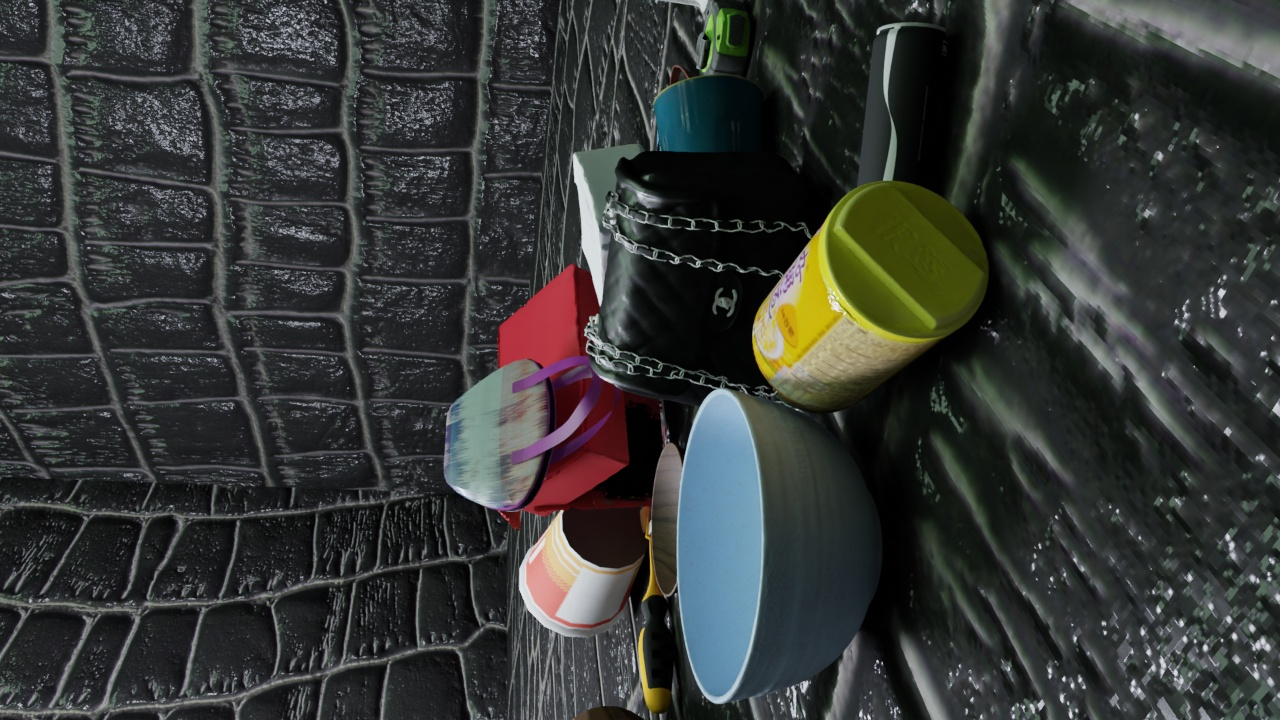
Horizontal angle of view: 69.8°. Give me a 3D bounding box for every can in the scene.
[{"bbox_3d":[0.114,-0.103,0.402,0.031,0.031,0.080,-144,58,-77],"label":"can"},{"bbox_3d":[0.093,-0.023,0.393,0.105,0.067,0.067,118,153,-67],"label":"can"}]

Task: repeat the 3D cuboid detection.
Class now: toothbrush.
[{"bbox_3d":[0.013,0.223,0.832,0.196,0.031,0.031,-92,20,-45],"label":"toothbrush"},{"bbox_3d":[0.008,0.107,0.934,0.021,0.017,0.135,133,137,-79],"label":"toothbrush"}]

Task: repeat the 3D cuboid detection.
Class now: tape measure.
[{"bbox_3d":[0.061,-0.242,0.708,0.058,0.036,0.066,-105,22,-57],"label":"tape measure"}]

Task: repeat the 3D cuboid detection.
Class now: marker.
[{"bbox_3d":[-0.021,0.123,1.054,0.133,0.020,0.017,-126,44,-73],"label":"marker"}]

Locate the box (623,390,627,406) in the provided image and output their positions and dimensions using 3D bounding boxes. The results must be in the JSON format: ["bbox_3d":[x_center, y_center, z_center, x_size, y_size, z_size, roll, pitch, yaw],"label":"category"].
[{"bbox_3d":[-0.045,0.072,1.159,0.084,0.063,0.231,-60,-14,-50],"label":"box"}]

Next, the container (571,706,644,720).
[{"bbox_3d":[-0.022,0.344,0.734,0.167,0.132,0.132,117,155,-78],"label":"container"}]

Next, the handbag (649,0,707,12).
[{"bbox_3d":[0.045,-0.389,0.742,0.176,0.074,0.151,158,115,-77],"label":"handbag"}]

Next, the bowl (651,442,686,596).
[{"bbox_3d":[0.037,0.125,0.725,0.119,0.032,0.119,-177,91,-79],"label":"bowl"}]

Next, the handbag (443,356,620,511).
[{"bbox_3d":[-0.086,0.050,0.770,0.170,0.068,0.144,-29,51,35],"label":"handbag"}]

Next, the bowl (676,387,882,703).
[{"bbox_3d":[0.071,0.090,0.452,0.151,0.074,0.150,-178,91,-80],"label":"bowl"}]

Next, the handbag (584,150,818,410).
[{"bbox_3d":[0.035,-0.040,0.544,0.114,0.125,0.154,-105,22,-59],"label":"handbag"}]

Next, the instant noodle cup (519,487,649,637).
[{"bbox_3d":[-0.053,0.206,0.963,0.121,0.123,0.123,116,157,-45],"label":"instant noodle cup"}]

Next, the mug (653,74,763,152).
[{"bbox_3d":[0.051,-0.124,0.636,0.078,0.078,0.121,137,131,-74],"label":"mug"}]

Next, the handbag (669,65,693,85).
[{"bbox_3d":[0.042,-0.179,0.718,0.055,0.029,0.119,-27,67,41],"label":"handbag"}]

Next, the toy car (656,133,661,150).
[{"bbox_3d":[0.035,-0.184,0.846,0.060,0.027,0.107,113,158,-60],"label":"toy car"}]

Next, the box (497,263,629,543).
[{"bbox_3d":[-0.098,0.107,0.981,0.426,0.128,0.212,106,162,-54],"label":"box"}]

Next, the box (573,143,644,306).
[{"bbox_3d":[0.008,-0.101,0.701,0.108,0.102,0.102,84,170,-51],"label":"box"}]
